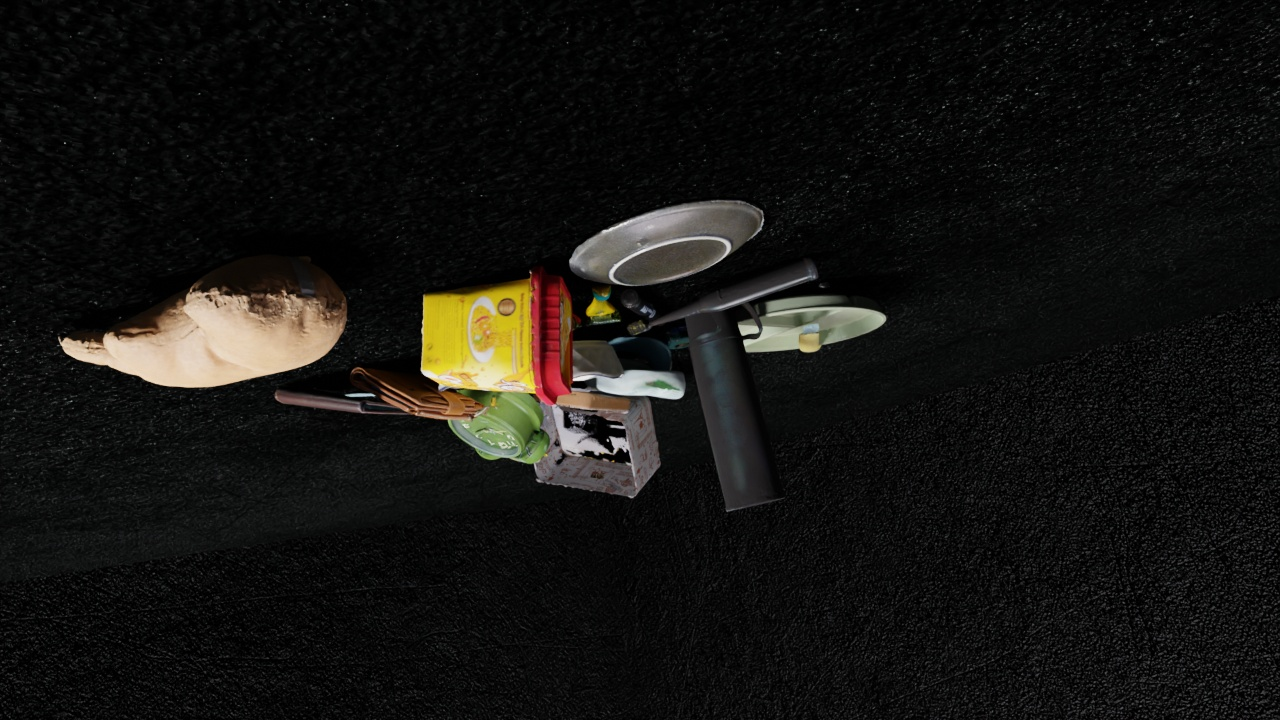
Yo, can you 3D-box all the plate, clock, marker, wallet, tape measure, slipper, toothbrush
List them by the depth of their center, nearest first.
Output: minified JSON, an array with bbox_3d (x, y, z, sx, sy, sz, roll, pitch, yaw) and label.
[{"bbox_3d":[0.025,-0.097,0.822,0.179,0.024,0.179,-12,169,-3],"label":"plate"},{"bbox_3d":[0.086,-0.066,0.989,0.213,0.026,0.027,-18,162,7],"label":"toothbrush"},{"bbox_3d":[0.004,-0.057,1.008,0.022,0.020,0.132,15,177,16],"label":"marker"},{"bbox_3d":[-0.120,0.006,1.016,0.205,0.045,0.205,-3,179,0],"label":"plate"},{"bbox_3d":[-0.330,0.047,1.030,0.122,0.020,0.096,7,179,24],"label":"wallet"},{"bbox_3d":[-0.246,0.043,1.049,0.119,0.035,0.130,20,-177,26],"label":"wallet"},{"bbox_3d":[-0.007,0.007,1.151,0.104,0.074,0.245,5,-179,-14],"label":"slipper"},{"bbox_3d":[0.227,-0.080,1.153,0.018,0.015,0.124,-8,169,6],"label":"marker"},{"bbox_3d":[-0.179,0.083,1.169,0.116,0.056,0.161,3,143,32],"label":"clock"},{"bbox_3d":[0.056,-0.030,1.180,0.054,0.025,0.058,-10,169,-7],"label":"tape measure"},{"bbox_3d":[0.198,-0.048,1.185,0.230,0.027,0.230,-5,170,-1],"label":"plate"}]

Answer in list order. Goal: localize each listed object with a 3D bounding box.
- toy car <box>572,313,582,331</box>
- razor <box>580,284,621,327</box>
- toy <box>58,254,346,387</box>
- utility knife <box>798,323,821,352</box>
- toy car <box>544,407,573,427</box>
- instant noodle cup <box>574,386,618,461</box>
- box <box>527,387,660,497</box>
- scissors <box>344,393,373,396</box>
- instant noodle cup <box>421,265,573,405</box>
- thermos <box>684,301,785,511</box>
[{"bbox_3d":[-0.108,-0.037,0.940,0.106,0.031,0.049,-1,168,-45],"label":"toy car"},{"bbox_3d":[-0.039,-0.059,0.918,0.043,0.028,0.132,-5,173,-4],"label":"razor"},{"bbox_3d":[-0.326,-0.020,0.689,0.226,0.082,0.143,-15,164,24],"label":"toy"},{"bbox_3d":[0.218,-0.027,1.177,0.031,0.021,0.208,-8,176,9],"label":"utility knife"},{"bbox_3d":[-0.139,0.082,1.435,0.036,0.054,0.121,-1,163,-35],"label":"toy car"},{"bbox_3d":[-0.053,0.090,1.433,0.118,0.118,0.115,-11,161,-9],"label":"instant noodle cup"},{"bbox_3d":[-0.090,0.082,1.268,0.179,0.132,0.271,6,149,27],"label":"box"},{"bbox_3d":[-0.307,0.043,1.163,0.133,0.017,0.132,-2,168,-26],"label":"scissors"},{"bbox_3d":[-0.128,-0.020,0.835,0.124,0.116,0.116,-1,170,3],"label":"instant noodle cup"},{"bbox_3d":[0.115,0.046,1.058,0.090,0.242,0.068,-13,170,3],"label":"thermos"}]
